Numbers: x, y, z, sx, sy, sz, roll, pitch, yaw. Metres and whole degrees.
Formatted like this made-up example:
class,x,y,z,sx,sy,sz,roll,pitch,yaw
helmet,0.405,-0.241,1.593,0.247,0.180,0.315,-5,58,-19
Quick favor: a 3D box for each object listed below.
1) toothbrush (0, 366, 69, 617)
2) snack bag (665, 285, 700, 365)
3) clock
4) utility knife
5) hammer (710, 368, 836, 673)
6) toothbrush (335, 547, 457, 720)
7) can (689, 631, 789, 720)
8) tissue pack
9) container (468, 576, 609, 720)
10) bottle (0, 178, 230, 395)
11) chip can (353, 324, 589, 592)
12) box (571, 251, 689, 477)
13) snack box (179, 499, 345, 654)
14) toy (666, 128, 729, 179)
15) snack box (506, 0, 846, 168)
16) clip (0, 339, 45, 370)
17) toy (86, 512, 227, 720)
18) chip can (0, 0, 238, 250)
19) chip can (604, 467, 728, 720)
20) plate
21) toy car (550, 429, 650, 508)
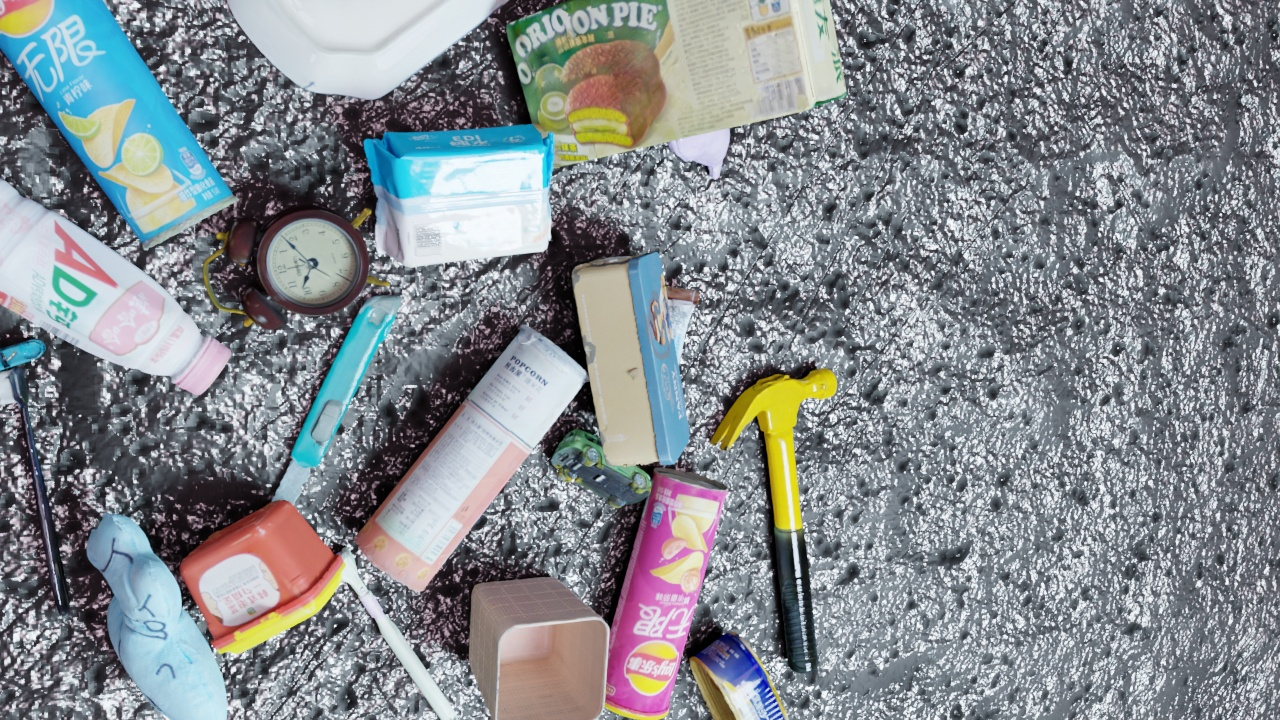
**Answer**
class,x,y,z,sx,sy,sz,roll,pitch,yaw
toothbrush,-0.418,0.094,0.634,0.018,0.016,0.181,-9,102,-16
snack bag,0.022,-0.013,0.805,0.048,0.026,0.104,8,95,-2
clock,-0.249,-0.068,0.660,0.121,0.055,0.082,-16,105,-19
utility knife,-0.241,0.044,0.706,0.029,0.013,0.216,26,88,-25
hammer,0.142,0.161,0.886,0.128,0.033,0.301,-13,104,-21
toothbrush,-0.200,0.233,0.754,0.029,0.020,0.189,-50,120,-45
can,0.099,0.329,0.872,0.049,0.075,0.148,-31,109,-20
tissue pack,-0.132,-0.127,0.690,0.140,0.063,0.090,-10,124,-20
container,-0.089,0.234,0.751,0.089,0.111,0.090,0,98,-24
bottle,-0.369,-0.047,0.606,0.197,0.068,0.068,39,82,-27
chip can,-0.132,0.076,0.728,0.071,0.071,0.214,41,81,-24
box,-0.004,0.004,0.752,0.061,0.089,0.184,-9,101,15
snack box,-0.276,0.155,0.667,0.091,0.082,0.080,-28,101,6
toy,0.047,-0.197,0.760,0.107,0.039,0.084,-11,103,-62
snack box,0.019,-0.216,0.658,0.063,0.241,0.114,-33,113,-48
clip,-0.427,0.000,0.611,0.056,0.042,0.014,-23,109,-20
toy,-0.340,0.191,0.643,0.049,0.161,0.157,-31,153,-44
chip can,-0.350,-0.179,0.588,0.071,0.071,0.210,-34,111,-16
chip can,0.018,0.205,0.816,0.071,0.071,0.210,14,92,-25
plate,-0.173,-0.310,0.665,0.265,0.034,0.162,-42,112,-12
toy car,-0.032,0.093,0.790,0.091,0.043,0.036,35,43,-19
